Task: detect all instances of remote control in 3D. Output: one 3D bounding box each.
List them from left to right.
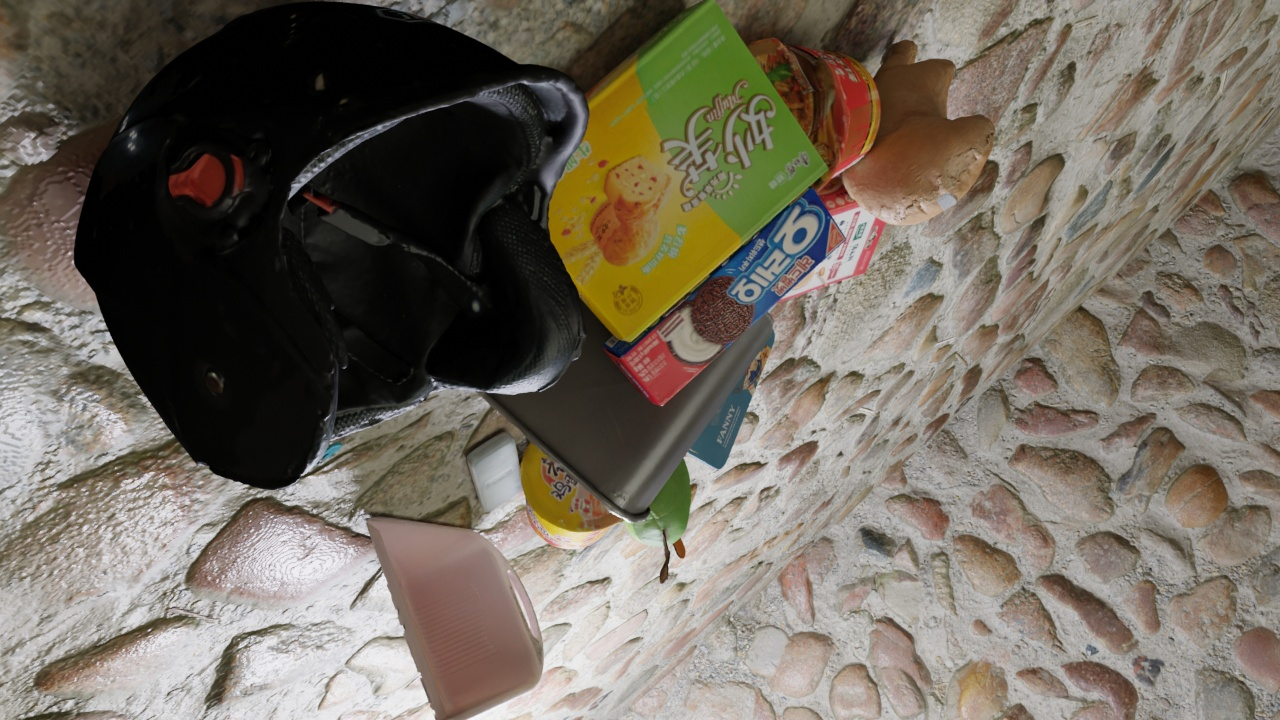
[{"bbox_3d":[-0.162,0.126,1.029,0.055,0.020,0.136,-32,154,-19],"label":"remote control"}]

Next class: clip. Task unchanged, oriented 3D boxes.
[{"bbox_3d":[-0.278,0.078,0.782,0.056,0.038,0.013,-42,154,15],"label":"clip"}]

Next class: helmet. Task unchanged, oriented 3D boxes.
[{"bbox_3d":[-0.155,-0.068,0.479,0.275,0.230,0.233,-52,168,23],"label":"helmet"}]

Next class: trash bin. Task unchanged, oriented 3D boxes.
[{"bbox_3d":[-0.005,0.005,0.856,0.219,0.199,0.198,-50,171,-1],"label":"trash bin"}]

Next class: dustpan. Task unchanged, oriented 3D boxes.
[{"bbox_3d":[-0.186,0.272,1.013,0.138,0.222,0.274,-21,163,-15],"label":"dustpan"}]

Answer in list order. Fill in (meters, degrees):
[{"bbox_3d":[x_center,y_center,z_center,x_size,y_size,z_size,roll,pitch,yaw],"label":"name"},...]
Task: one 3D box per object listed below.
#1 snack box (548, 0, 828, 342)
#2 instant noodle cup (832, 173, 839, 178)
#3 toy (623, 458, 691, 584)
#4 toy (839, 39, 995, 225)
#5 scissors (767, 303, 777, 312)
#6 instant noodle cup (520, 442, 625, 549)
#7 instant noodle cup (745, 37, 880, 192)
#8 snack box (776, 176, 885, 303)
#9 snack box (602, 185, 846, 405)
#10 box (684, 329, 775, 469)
[{"bbox_3d":[0.012,-0.141,0.693,0.210,0.157,0.070,-41,-160,-1],"label":"snack box"},{"bbox_3d":[0.137,-0.151,0.974,0.137,0.060,0.174,-7,137,-51],"label":"instant noodle cup"},{"bbox_3d":[0.018,0.162,1.168,0.090,0.227,0.246,-15,-160,10],"label":"toy"},{"bbox_3d":[0.243,-0.225,0.874,0.144,0.225,0.082,-32,137,24],"label":"toy"},{"bbox_3d":[0.185,-0.109,1.030,0.175,0.012,0.163,-27,154,-30],"label":"scissors"},{"bbox_3d":[-0.076,0.153,1.075,0.137,0.138,0.110,-30,160,-25],"label":"instant noodle cup"},{"bbox_3d":[0.139,-0.210,0.805,0.108,0.138,0.138,-27,152,-49],"label":"instant noodle cup"},{"bbox_3d":[0.187,-0.127,0.940,0.127,0.044,0.113,-19,144,-26],"label":"snack box"},{"bbox_3d":[0.067,-0.056,0.736,0.207,0.058,0.057,-42,-160,-6],"label":"snack box"},{"bbox_3d":[0.075,0.029,0.982,0.089,0.059,0.184,30,77,-48],"label":"box"}]
